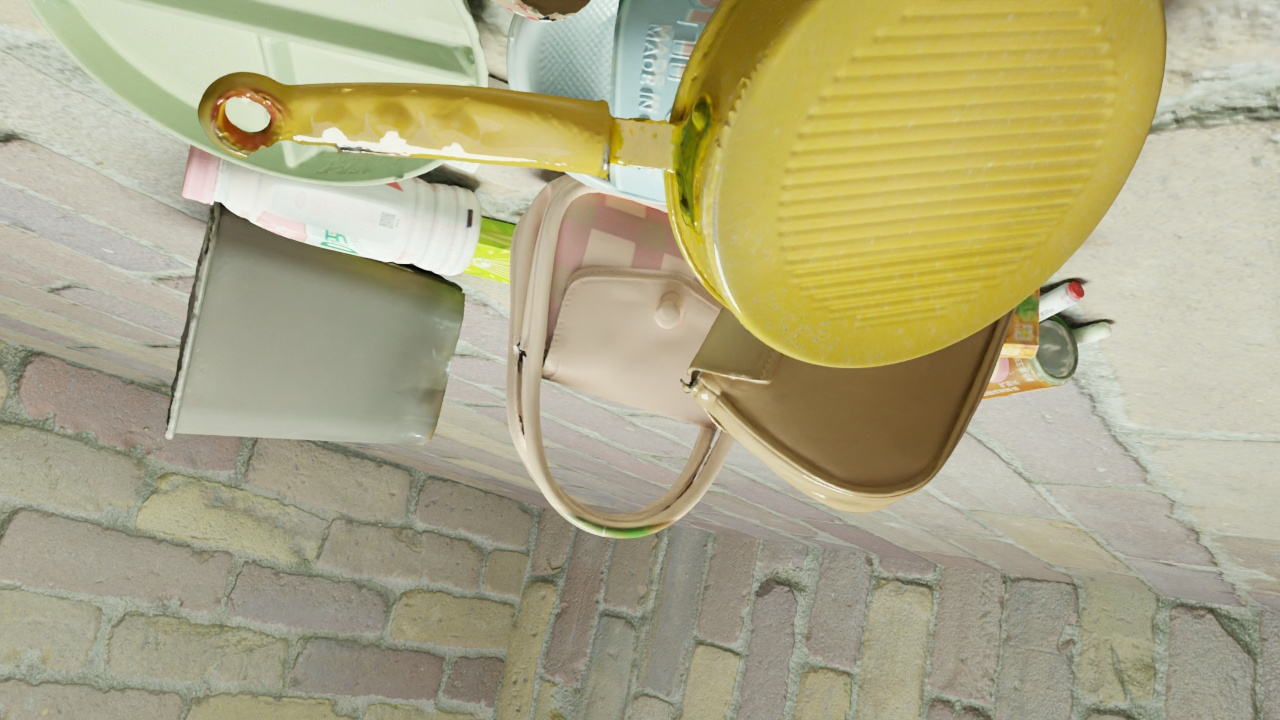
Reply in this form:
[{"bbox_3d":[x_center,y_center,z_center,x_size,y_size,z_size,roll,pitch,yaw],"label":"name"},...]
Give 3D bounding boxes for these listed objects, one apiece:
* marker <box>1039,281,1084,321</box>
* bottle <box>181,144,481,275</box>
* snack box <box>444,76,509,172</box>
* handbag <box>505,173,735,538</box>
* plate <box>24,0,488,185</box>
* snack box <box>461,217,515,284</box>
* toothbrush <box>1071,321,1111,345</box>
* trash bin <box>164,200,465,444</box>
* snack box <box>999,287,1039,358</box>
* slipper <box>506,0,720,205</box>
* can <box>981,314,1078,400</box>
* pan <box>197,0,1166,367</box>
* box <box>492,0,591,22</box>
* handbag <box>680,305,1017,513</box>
[{"bbox_3d":[0.265,-0.022,0.685,0.017,0.017,0.146,18,150,-22],"label":"marker"},{"bbox_3d":[-0.215,-0.112,0.652,0.196,0.068,0.068,11,168,-30],"label":"bottle"},{"bbox_3d":[-0.160,-0.163,0.545,0.156,0.026,0.085,18,163,-19],"label":"snack box"},{"bbox_3d":[-0.004,0.004,0.630,0.193,0.234,0.093,17,169,-22],"label":"handbag"},{"bbox_3d":[-0.189,-0.169,0.463,0.230,0.027,0.231,5,152,2],"label":"plate"},{"bbox_3d":[-0.163,-0.102,0.778,0.156,0.026,0.086,14,164,-4],"label":"snack box"},{"bbox_3d":[0.308,-0.007,0.765,0.029,0.020,0.190,-15,176,-26],"label":"toothbrush"},{"bbox_3d":[-0.294,-0.026,0.831,0.219,0.199,0.199,11,-172,-27],"label":"trash bin"},{"bbox_3d":[0.175,-0.044,0.596,0.156,0.077,0.027,3,162,16],"label":"snack box"},{"bbox_3d":[0.060,-0.108,0.408,0.245,0.104,0.074,8,-153,-1],"label":"slipper"},{"bbox_3d":[0.275,0.004,0.744,0.058,0.057,0.148,19,162,-23],"label":"can"},{"bbox_3d":[0.027,-0.084,0.346,0.357,0.078,0.198,-7,129,-18],"label":"pan"},{"bbox_3d":[-0.069,-0.187,0.321,0.163,0.075,0.076,23,169,-30],"label":"box"},{"bbox_3d":[0.123,-0.022,0.515,0.148,0.204,0.100,26,166,10],"label":"handbag"}]
